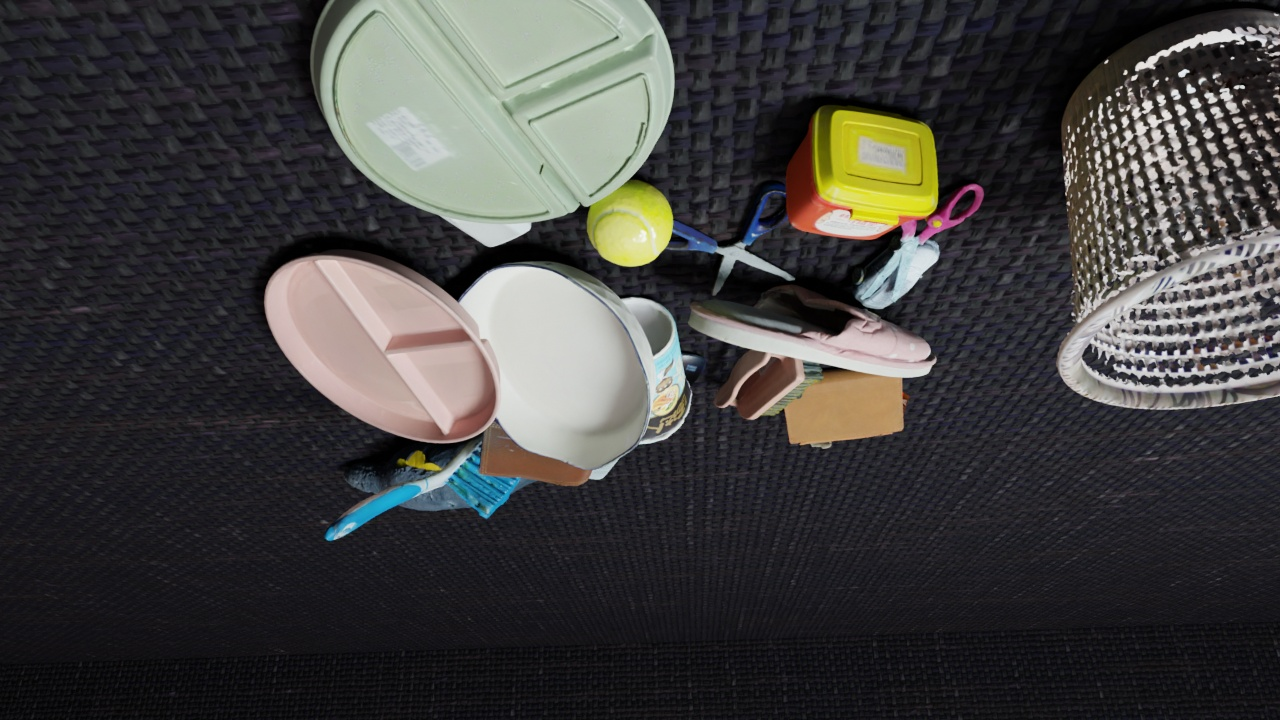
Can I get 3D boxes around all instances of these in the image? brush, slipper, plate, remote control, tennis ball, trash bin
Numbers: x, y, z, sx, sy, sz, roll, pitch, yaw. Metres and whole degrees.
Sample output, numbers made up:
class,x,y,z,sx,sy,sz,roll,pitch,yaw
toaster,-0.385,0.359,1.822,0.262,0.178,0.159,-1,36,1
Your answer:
class,x,y,z,sx,sy,sz,roll,pitch,yaw
brush,-0.201,0.133,0.976,0.109,0.313,0.061,39,119,0
slipper,0.163,-0.031,0.824,0.274,0.054,0.114,7,-165,-32
plate,-0.091,-0.163,0.586,0.230,0.027,0.231,-3,147,-2
plate,-0.073,0.001,0.816,0.205,0.045,0.205,18,128,24
remote control,-0.137,-0.124,0.694,0.049,0.024,0.125,-19,148,29
brush,0.128,0.018,0.956,0.073,0.063,0.146,3,156,-19
tennis ball,-0.008,-0.104,0.694,0.065,0.065,0.065,-1,154,-1
trash bin,0.365,-0.099,0.577,0.227,0.191,0.228,-1,154,-1
plate,-0.228,-0.011,0.825,0.230,0.028,0.230,13,139,12
remote control,0.026,0.029,1.012,0.053,0.024,0.137,10,152,-24

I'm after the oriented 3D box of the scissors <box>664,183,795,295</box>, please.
class,x,y,z,sx,sy,sz,roll,pitch,yaw
scissors,0.076,-0.099,0.770,0.175,0.012,0.163,13,150,-28

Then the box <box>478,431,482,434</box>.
class,x,y,z,sx,sy,sz,roll,pitch,yaw
box,-0.147,0.033,0.953,0.169,0.076,0.091,-15,151,24

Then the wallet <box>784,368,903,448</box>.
class,x,y,z,sx,sy,sz,roll,pitch,yaw
wallet,0.228,0.051,1.032,0.132,0.031,0.108,-7,130,11

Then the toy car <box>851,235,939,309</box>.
class,x,y,z,sx,sy,sz,roll,pitch,yaw
toy car,0.221,-0.077,0.799,0.043,0.034,0.091,13,149,-20

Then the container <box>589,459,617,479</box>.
class,x,y,z,sx,sy,sz,roll,pitch,yaw
container,-0.059,0.069,1.019,0.090,0.089,0.112,9,150,-22

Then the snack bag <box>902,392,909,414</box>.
class,x,y,z,sx,sy,sz,roll,pitch,yaw
snack bag,0.257,0.051,1.070,0.104,0.026,0.048,-5,145,7

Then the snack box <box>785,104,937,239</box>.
class,x,y,z,sx,sy,sz,roll,pitch,yaw
snack box,0.151,-0.126,0.646,0.091,0.082,0.080,6,163,-14

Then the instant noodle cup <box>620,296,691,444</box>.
class,x,y,z,sx,sy,sz,roll,pitch,yaw
instant noodle cup,-0.005,0.005,0.881,0.111,0.111,0.121,-2,147,1

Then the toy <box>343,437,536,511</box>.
class,x,y,z,sx,sy,sz,roll,pitch,yaw
toy,-0.238,0.142,1.174,0.357,0.091,0.137,-7,-179,14

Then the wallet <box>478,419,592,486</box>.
class,x,y,z,sx,sy,sz,roll,pitch,yaw
wallet,-0.103,0.090,0.948,0.124,0.032,0.101,8,142,-7

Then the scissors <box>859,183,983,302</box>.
class,x,y,z,sx,sy,sz,roll,pitch,yaw
scissors,0.211,-0.096,0.741,0.093,0.017,0.138,14,132,-26
